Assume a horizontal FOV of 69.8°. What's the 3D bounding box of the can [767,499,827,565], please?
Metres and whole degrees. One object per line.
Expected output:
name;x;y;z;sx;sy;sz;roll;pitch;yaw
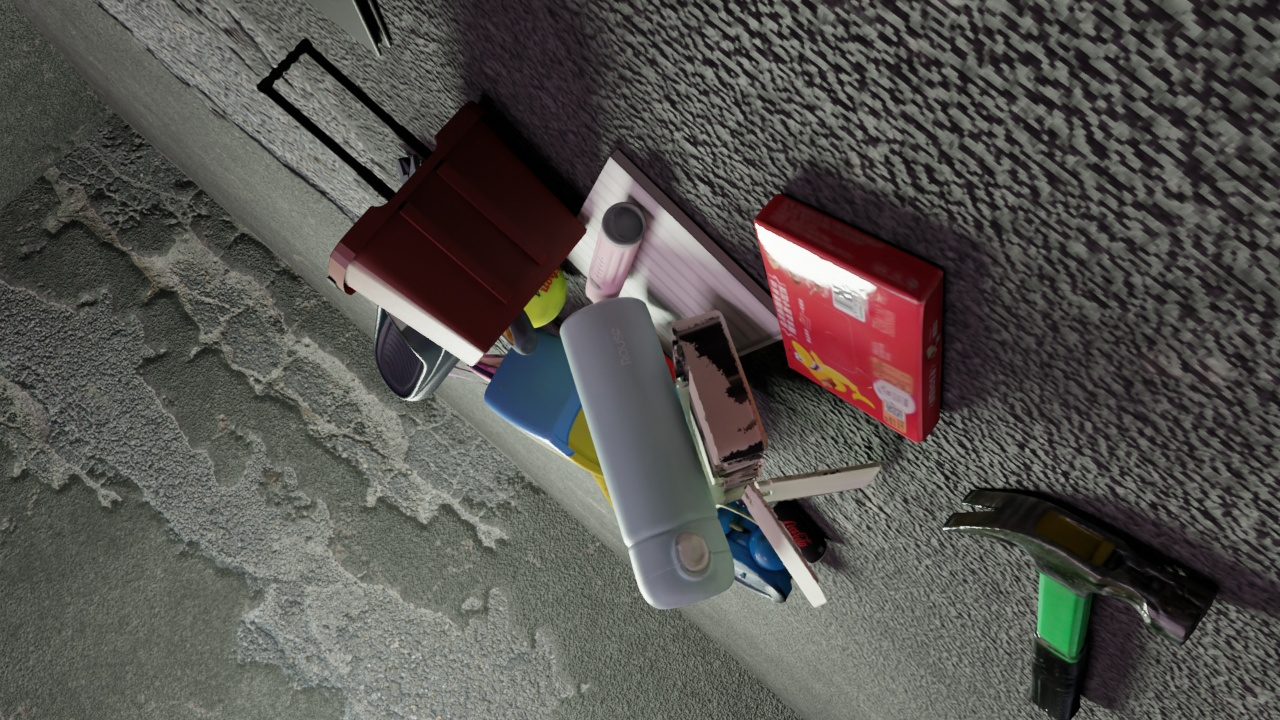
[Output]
can;0.137;0.152;0.840;0.080;0.031;0.031;48;165;-24

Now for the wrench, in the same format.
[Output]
wrench;-0.150;-0.096;0.750;0.273;0.022;0.073;52;147;36

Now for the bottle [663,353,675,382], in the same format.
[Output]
bottle;-0.004;0.004;0.739;0.042;0.042;0.141;45;178;-13

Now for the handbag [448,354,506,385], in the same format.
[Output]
handbag;-0.166;0.013;1.020;0.169;0.068;0.145;18;-177;-38

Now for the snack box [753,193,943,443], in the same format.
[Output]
snack box;0.104;-0.017;0.450;0.089;0.021;0.133;33;164;31

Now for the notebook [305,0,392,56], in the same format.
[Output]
notebook;-0.264;-0.308;0.573;0.231;0.019;0.169;39;167;13

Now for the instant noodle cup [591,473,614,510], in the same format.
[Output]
instant noodle cup;-0.008;0.139;1.082;0.112;0.100;0.100;52;165;-5

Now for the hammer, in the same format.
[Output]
hammer;0.263;0.172;0.575;0.130;0.032;0.319;30;162;36

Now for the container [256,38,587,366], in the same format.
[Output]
container;-0.151;-0.104;0.610;0.201;0.148;0.127;40;166;-9

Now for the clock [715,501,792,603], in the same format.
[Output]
clock;0.111;0.192;0.952;0.117;0.060;0.161;27;160;23

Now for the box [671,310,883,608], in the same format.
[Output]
box;0.088;0.056;0.581;0.186;0.101;0.145;57;173;16

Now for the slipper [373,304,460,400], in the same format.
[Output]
slipper;-0.216;-0.045;0.878;0.110;0.083;0.269;53;134;12

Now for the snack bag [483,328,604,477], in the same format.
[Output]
snack bag;-0.032;0.065;0.923;0.205;0.102;0.159;36;172;-35

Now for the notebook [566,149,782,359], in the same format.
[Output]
notebook;0.014;-0.052;0.612;0.142;0.009;0.210;43;166;-4

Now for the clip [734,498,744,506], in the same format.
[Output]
clip;0.093;0.144;0.979;0.036;0.013;0.052;43;163;-11

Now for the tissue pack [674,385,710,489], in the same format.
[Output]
tissue pack;0.035;0.075;0.764;0.061;0.092;0.144;43;167;24

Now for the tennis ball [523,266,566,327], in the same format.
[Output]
tennis ball;-0.094;-0.059;0.760;0.065;0.065;0.065;39;166;12

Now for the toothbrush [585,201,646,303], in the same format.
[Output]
toothbrush;-0.024;-0.054;0.628;0.027;0.026;0.223;55;167;6

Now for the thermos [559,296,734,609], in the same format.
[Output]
thermos;0.004;0.062;0.618;0.078;0.065;0.206;118;136;-67
